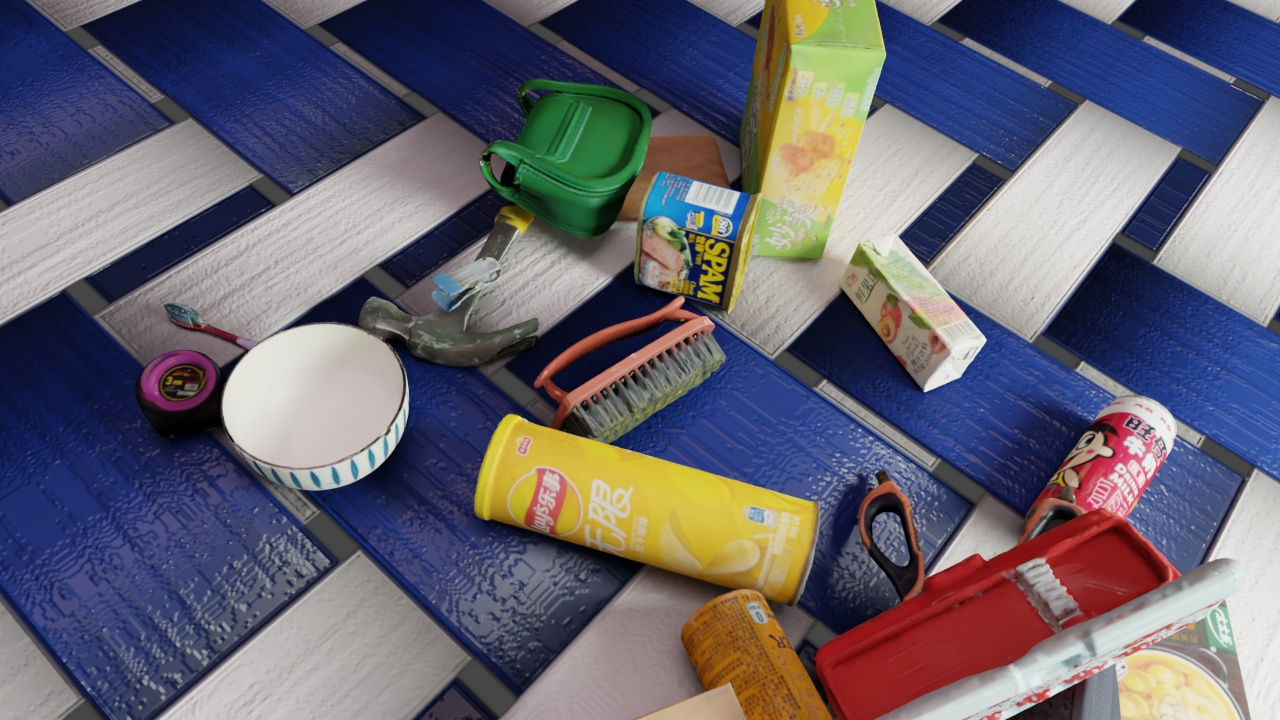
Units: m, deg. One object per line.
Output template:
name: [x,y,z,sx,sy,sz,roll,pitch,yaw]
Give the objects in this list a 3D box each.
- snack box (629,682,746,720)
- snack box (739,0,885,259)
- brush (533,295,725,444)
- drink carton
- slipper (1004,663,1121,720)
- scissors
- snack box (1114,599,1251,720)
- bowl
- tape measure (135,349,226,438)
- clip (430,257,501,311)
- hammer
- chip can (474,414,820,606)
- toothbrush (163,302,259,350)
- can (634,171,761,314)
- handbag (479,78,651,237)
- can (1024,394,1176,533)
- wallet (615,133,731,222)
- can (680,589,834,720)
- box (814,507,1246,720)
snack box: [0.025,0.238,0.480,0.077,0.095,0.092,-15,57,-17]
snack box: [0.130,-0.208,0.745,0.070,0.210,0.157,4,53,-2]
brush: [-0.004,0.004,0.667,0.145,0.063,0.069,-31,76,-27]
drink carton: [0.215,-0.041,0.730,0.045,0.054,0.122,-17,57,-23]
slipper: [0.210,0.249,0.482,0.083,0.111,0.267,46,49,-8]
scissors: [0.192,0.149,0.573,0.189,0.015,0.225,-15,41,15]
snack box: [0.322,0.201,0.571,0.126,0.053,0.113,8,53,6]
bowl: [-0.212,0.039,0.616,0.116,0.066,0.116,2,53,-3]
tape measure: [-0.314,0.024,0.633,0.057,0.039,0.057,-13,61,-15]
clip: [-0.129,-0.060,0.688,0.027,0.043,0.058,39,55,23]
hammer: [-0.100,-0.123,0.769,0.126,0.032,0.322,19,54,7]
chip can: [0.004,0.097,0.595,0.213,0.072,0.071,16,54,4]
toothbrush: [-0.269,-0.007,0.673,0.187,0.017,0.016,20,55,9]
can: [0.043,-0.093,0.720,0.083,0.102,0.057,16,54,9]
handbag: [-0.058,-0.171,0.744,0.120,0.068,0.131,20,52,-6]
can: [0.330,0.082,0.653,0.053,0.053,0.132,39,59,20]
wallet: [0.023,-0.161,0.813,0.115,0.020,0.101,-3,54,-12]
can: [0.077,0.204,0.519,0.058,0.058,0.146,-16,48,-17]
box: [0.197,0.151,0.485,0.201,0.154,0.074,-27,91,2]
